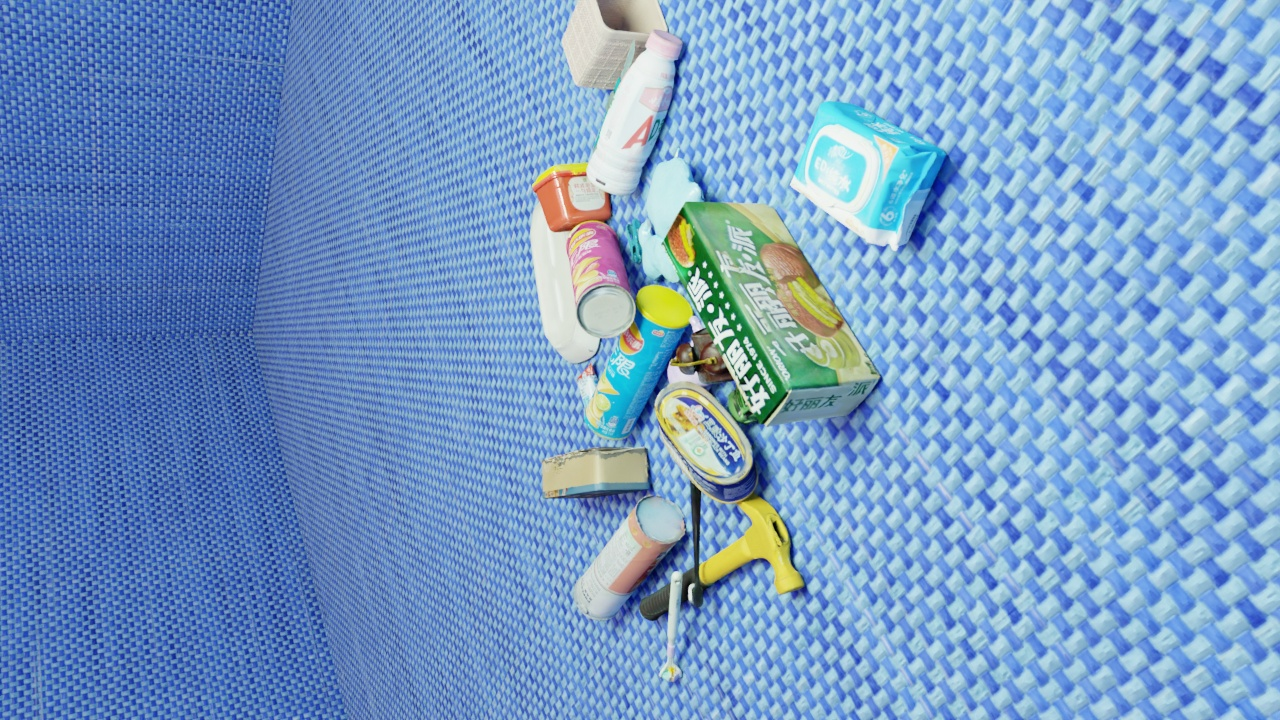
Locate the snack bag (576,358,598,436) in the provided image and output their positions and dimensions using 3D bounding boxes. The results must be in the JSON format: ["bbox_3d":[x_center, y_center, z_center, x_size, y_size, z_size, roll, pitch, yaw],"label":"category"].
[{"bbox_3d":[-0.066,0.053,1.282,0.048,0.026,0.104,-52,52,55],"label":"snack bag"}]

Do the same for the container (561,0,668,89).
[{"bbox_3d":[-0.037,-0.399,1.130,0.111,0.090,0.089,-46,56,54],"label":"container"}]

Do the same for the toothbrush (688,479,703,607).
[{"bbox_3d":[0.062,0.193,1.046,0.018,0.015,0.181,-165,73,-65],"label":"toothbrush"}]

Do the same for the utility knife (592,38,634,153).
[{"bbox_3d":[-0.035,-0.325,1.164,0.216,0.013,0.029,121,142,-59],"label":"utility knife"}]

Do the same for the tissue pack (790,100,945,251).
[{"bbox_3d":[0.197,-0.166,0.810,0.140,0.063,0.090,49,132,44],"label":"tissue pack"}]

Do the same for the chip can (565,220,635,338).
[{"bbox_3d":[-0.051,-0.104,1.128,0.210,0.071,0.071,-105,26,-61],"label":"chip can"}]

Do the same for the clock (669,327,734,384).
[{"bbox_3d":[0.086,-0.008,0.954,0.082,0.121,0.055,-2,105,57],"label":"clock"}]

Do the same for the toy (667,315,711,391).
[{"bbox_3d":[0.063,0.008,1.059,0.084,0.038,0.108,55,144,16],"label":"toy"}]

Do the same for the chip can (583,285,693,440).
[{"bbox_3d":[-0.007,0.007,1.143,0.071,0.071,0.211,61,140,34],"label":"chip can"}]

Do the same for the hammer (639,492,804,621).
[{"bbox_3d":[0.078,0.248,1.073,0.302,0.032,0.128,-48,54,49],"label":"hammer"}]

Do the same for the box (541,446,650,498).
[{"bbox_3d":[-0.060,0.151,1.227,0.185,0.089,0.061,-18,72,58],"label":"box"}]

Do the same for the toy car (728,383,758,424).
[{"bbox_3d":[0.123,0.039,0.978,0.091,0.036,0.043,-41,61,56],"label":"toy car"}]

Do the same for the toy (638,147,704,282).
[{"bbox_3d":[0.034,-0.169,1.080,0.161,0.049,0.156,-161,63,-63],"label":"toy"}]

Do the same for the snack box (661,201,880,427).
[{"bbox_3d":[0.122,-0.052,0.895,0.063,0.114,0.240,-59,46,44],"label":"snack box"}]

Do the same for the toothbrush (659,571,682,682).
[{"bbox_3d":[0.040,0.323,1.109,0.020,0.029,0.190,-98,9,-55],"label":"toothbrush"}]

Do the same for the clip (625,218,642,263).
[{"bbox_3d":[-0.005,-0.153,1.176,0.043,0.014,0.056,-31,69,55],"label":"clip"}]

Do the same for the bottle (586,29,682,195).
[{"bbox_3d":[-0.004,-0.299,1.111,0.068,0.068,0.197,56,134,38],"label":"bottle"}]

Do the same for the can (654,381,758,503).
[{"bbox_3d":[0.071,0.088,1.009,0.148,0.074,0.049,52,167,34],"label":"can"}]

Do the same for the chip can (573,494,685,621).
[{"bbox_3d":[-0.018,0.258,1.188,0.215,0.071,0.071,-58,47,43],"label":"chip can"}]

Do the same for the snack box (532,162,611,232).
[{"bbox_3d":[-0.087,-0.218,1.229,0.082,0.091,0.080,-18,85,57],"label":"snack box"}]

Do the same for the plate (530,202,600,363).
[{"bbox_3d":[-0.113,-0.127,1.328,0.162,0.034,0.265,-18,79,57],"label":"plate"}]
